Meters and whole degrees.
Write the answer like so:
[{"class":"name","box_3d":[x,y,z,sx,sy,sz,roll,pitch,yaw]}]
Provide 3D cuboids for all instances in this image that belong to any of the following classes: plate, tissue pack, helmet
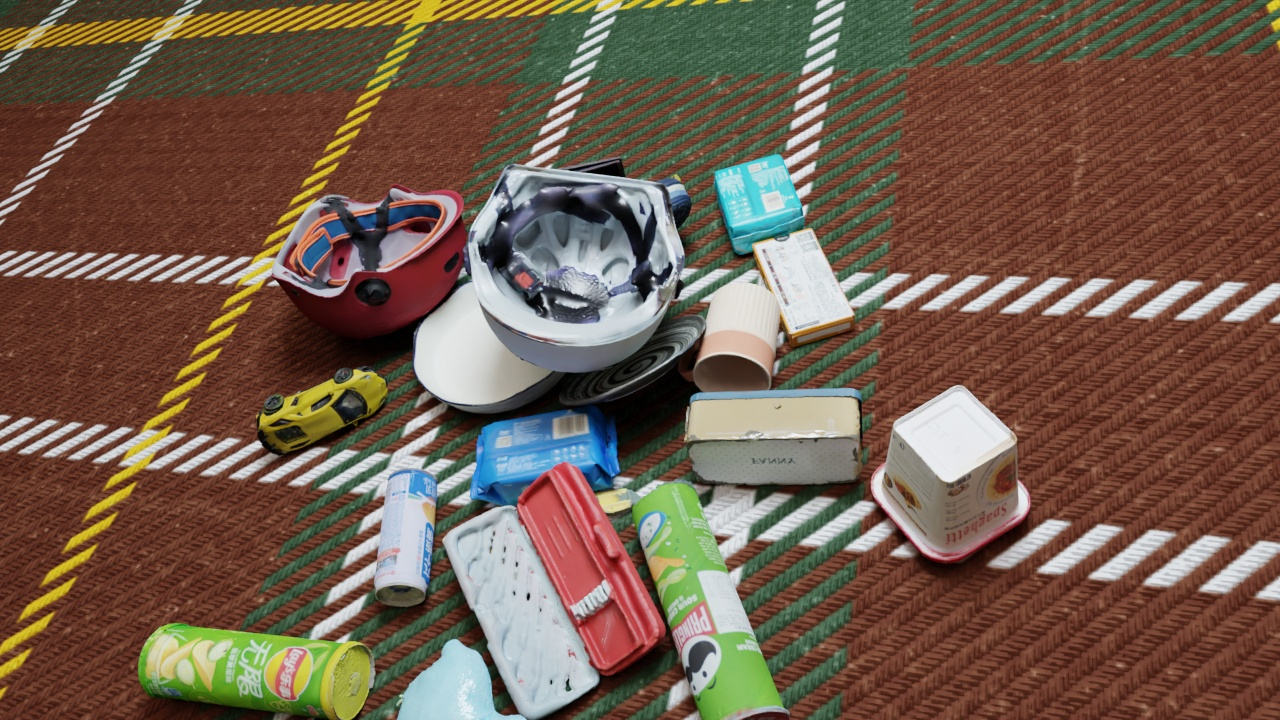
[{"class":"plate","box_3d":[-0.166,-0.020,1.087,0.205,0.046,0.204,-8,50,10]},{"class":"tissue pack","box_3d":[-0.100,0.102,0.962,0.157,0.052,0.094,-10,42,3]},{"class":"helmet","box_3d":[-0.072,-0.082,0.990,0.229,0.146,0.258,3,56,-5]},{"class":"helmet","box_3d":[-0.316,-0.113,1.138,0.240,0.144,0.206,-9,40,6]},{"class":"tissue pack","box_3d":[0.146,-0.197,1.141,0.093,0.050,0.133,-15,49,6]},{"class":"plate","box_3d":[-0.006,0.006,0.991,0.179,0.024,0.179,-26,15,7]}]

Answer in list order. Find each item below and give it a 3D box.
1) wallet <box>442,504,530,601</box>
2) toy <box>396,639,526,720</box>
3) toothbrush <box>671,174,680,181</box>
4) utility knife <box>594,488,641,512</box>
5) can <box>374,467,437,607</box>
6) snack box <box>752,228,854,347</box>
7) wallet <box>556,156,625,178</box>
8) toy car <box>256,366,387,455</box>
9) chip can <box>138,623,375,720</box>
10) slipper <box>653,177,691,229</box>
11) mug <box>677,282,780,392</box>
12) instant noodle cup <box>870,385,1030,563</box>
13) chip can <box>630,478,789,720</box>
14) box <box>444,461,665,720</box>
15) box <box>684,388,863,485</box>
[{"class":"wallet","box_3d":[-0.138,0.198,0.917,0.087,0.024,0.115,-30,48,-14]},{"class":"toy","box_3d":[-0.158,0.326,0.801,0.156,0.050,0.161,-2,57,20]},{"class":"toothbrush","box_3d":[-0.026,-0.194,1.208,0.190,0.017,0.015,-34,52,-13]},{"class":"utility knife","box_3d":[-0.079,0.154,0.930,0.167,0.018,0.031,-14,36,-4]},{"class":"can","box_3d":[-0.239,0.180,0.939,0.053,0.053,0.134,-11,50,7]},{"class":"snack box","box_3d":[0.186,-0.087,1.057,0.075,0.026,0.153,-16,50,1]},{"class":"wallet","box_3d":[-0.064,-0.221,1.176,0.096,0.122,0.020,-15,76,2]},{"class":"toy car","box_3d":[-0.367,0.057,1.063,0.155,0.071,0.041,-24,48,-6]},{"class":"chip can","box_3d":[-0.368,0.294,0.870,0.221,0.073,0.072,1,52,16]},{"class":"slipper","box_3d":[-0.063,-0.176,1.131,0.253,0.105,0.095,-16,83,7]},{"class":"mug","box_3d":[0.094,-0.017,0.997,0.115,0.081,0.105,-17,42,35]},{"class":"instant noodle cup","box_3d":[0.276,0.097,0.818,0.116,0.124,0.116,-29,50,-9]},{"class":"chip can","box_3d":[0.056,0.219,0.816,0.072,0.072,0.235,-20,49,-2]},{"class":"box","box_3d":[-0.082,0.210,0.857,0.161,0.059,0.201,-33,62,1]},{"class":"box","box_3d":[0.138,0.076,0.899,0.184,0.090,0.062,-2,50,10]}]
